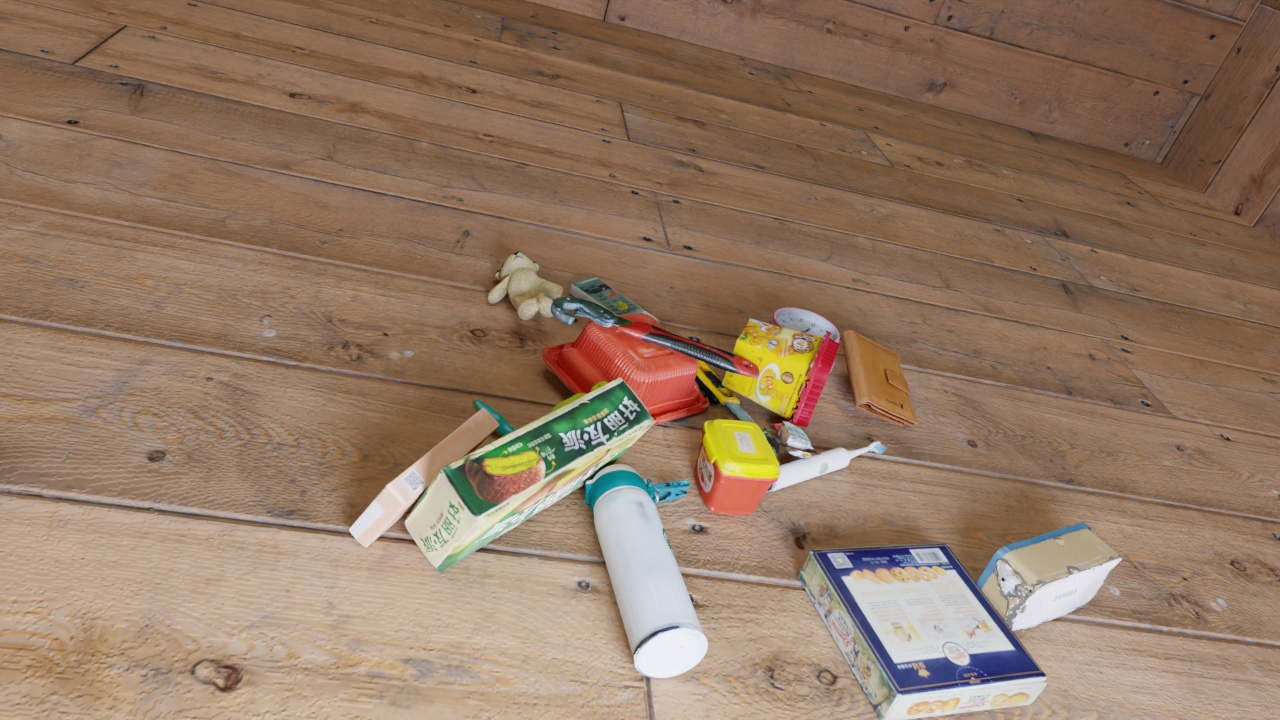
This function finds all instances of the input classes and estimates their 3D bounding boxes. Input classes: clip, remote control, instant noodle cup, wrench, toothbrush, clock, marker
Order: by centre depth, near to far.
[{"bbox_3d":[0.031,0.144,1.007,0.056,0.041,0.014,-2,37,-40],"label":"clip"},{"bbox_3d":[0.021,-0.028,1.124,0.273,0.016,0.056,18,31,-12],"label":"wrench"},{"bbox_3d":[0.230,0.125,1.130,0.220,0.027,0.026,-10,34,-38],"label":"toothbrush"},{"bbox_3d":[-0.007,0.007,1.147,0.188,0.079,0.164,-12,46,-46],"label":"instant noodle cup"},{"bbox_3d":[0.182,0.010,1.201,0.124,0.116,0.116,22,32,10],"label":"instant noodle cup"},{"bbox_3d":[0.066,0.019,1.223,0.015,0.018,0.124,-38,53,-7],"label":"marker"},{"bbox_3d":[-0.037,-0.077,1.317,0.135,0.019,0.056,36,35,27],"label":"remote control"},{"bbox_3d":[0.223,-0.022,1.324,0.117,0.060,0.158,30,34,20],"label":"clock"}]

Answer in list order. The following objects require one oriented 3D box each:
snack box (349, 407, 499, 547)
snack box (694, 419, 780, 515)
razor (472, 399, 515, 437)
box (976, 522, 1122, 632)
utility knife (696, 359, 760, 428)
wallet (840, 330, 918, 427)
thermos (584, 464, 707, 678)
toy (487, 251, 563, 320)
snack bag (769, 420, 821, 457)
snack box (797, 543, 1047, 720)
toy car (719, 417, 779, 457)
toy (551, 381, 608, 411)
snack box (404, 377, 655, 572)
[{"bbox_3d":[-0.204,0.109,0.879,0.026,0.085,0.156,46,35,0],"label":"snack box"},{"bbox_3d":[0.105,0.121,1.022,0.082,0.080,0.091,6,33,-17],"label":"snack box"},{"bbox_3d":[-0.132,0.083,1.010,0.132,0.028,0.043,31,47,11],"label":"razor"},{"bbox_3d":[0.449,0.237,1.008,0.184,0.090,0.060,-5,37,-36],"label":"box"},{"bbox_3d":[0.101,0.031,1.222,0.033,0.015,0.216,-9,41,-33],"label":"utility knife"},{"bbox_3d":[0.334,0.027,1.291,0.107,0.031,0.131,23,44,-24],"label":"wallet"},{"bbox_3d":[0.002,0.189,0.877,0.073,0.073,0.224,5,33,-20],"label":"thermos"},{"bbox_3d":[-0.155,-0.097,1.245,0.105,0.066,0.157,-13,32,-14],"label":"toy"},{"bbox_3d":[0.189,0.098,1.127,0.048,0.026,0.104,16,12,-6],"label":"snack bag"},{"bbox_3d":[0.277,0.264,0.918,0.177,0.046,0.182,3,34,-23],"label":"snack box"},{"bbox_3d":[0.123,0.099,1.107,0.091,0.036,0.043,12,31,-9],"label":"toy car"},{"bbox_3d":[-0.062,0.063,1.045,0.100,0.031,0.096,-7,48,14],"label":"toy"},{"bbox_3d":[-0.102,0.104,0.887,0.239,0.115,0.063,-27,74,-45],"label":"snack box"}]
